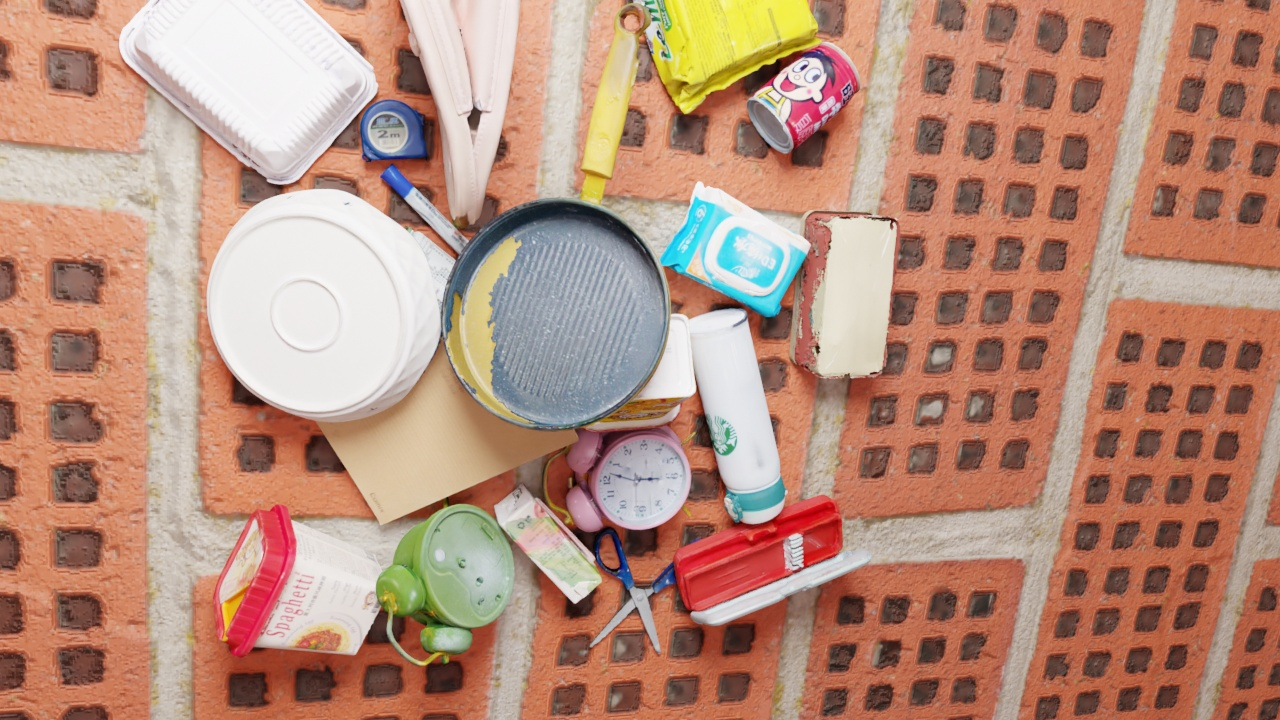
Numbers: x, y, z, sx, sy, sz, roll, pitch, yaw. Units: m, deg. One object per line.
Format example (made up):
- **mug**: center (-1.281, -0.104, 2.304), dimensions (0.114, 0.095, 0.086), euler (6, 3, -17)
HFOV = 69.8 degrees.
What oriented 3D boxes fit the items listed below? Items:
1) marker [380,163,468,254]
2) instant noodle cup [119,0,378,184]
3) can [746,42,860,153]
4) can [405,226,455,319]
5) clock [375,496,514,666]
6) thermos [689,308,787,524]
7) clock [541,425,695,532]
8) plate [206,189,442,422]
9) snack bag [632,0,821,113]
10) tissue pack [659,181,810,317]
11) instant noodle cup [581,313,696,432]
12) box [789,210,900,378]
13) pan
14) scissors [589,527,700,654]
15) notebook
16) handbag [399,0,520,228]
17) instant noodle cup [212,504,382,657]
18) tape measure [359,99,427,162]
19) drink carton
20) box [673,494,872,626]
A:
- **marker**: center (-0.181, -0.122, 0.849), dimensions (0.017, 0.017, 0.146), euler (-45, 111, -2)
- **instant noodle cup**: center (-0.321, -0.245, 0.754), dimensions (0.173, 0.060, 0.138), euler (43, 89, -20)
- **can**: center (0.159, -0.256, 0.890), dimensions (0.093, 0.066, 0.066), euler (-40, 111, -4)
- **can**: center (-0.172, -0.057, 0.846), dimensions (0.146, 0.058, 0.058), euler (39, 90, -21)
- **clock**: center (-0.186, 0.210, 0.866), dimensions (0.056, 0.160, 0.116), euler (-22, 116, 33)
- **thermos**: center (0.100, 0.063, 0.952), dimensions (0.073, 0.073, 0.224), euler (-19, 108, -12)
- **clock**: center (-0.023, 0.117, 0.933), dimensions (0.158, 0.060, 0.117), euler (-2, 103, -14)
- **plate**: center (-0.277, -0.043, 0.787), dimensions (0.205, 0.045, 0.205), euler (1, 102, 6)
- **snack bag**: center (0.064, -0.372, 0.834), dimensions (0.158, 0.068, 0.246), euler (-26, 108, -9)
- **tissue pack**: center (0.094, -0.107, 0.910), dimensions (0.140, 0.063, 0.090), euler (25, 95, -21)
- **instant noodle cup**: center (-0.005, 0.005, 0.862), dimensions (0.116, 0.124, 0.116), euler (-3, 83, -16)
- **box**: center (0.212, -0.068, 0.948), dimensions (0.091, 0.077, 0.168), euler (-1, 103, -17)
- **pan**: center (-0.049, -0.116, 0.768), dimensions (0.198, 0.078, 0.357), euler (17, 88, 11)
- **scissors**: center (0.005, 0.247, 0.999), dimensions (0.162, 0.012, 0.174), euler (-25, 110, -10)
- **notebook**: center (-0.184, 0.055, 0.856), dimensions (0.211, 0.012, 0.149), euler (-23, 114, 3)
- **handbag**: center (-0.149, -0.225, 0.751), dimensions (0.093, 0.193, 0.234), euler (-7, 115, -13)
- **instant noodle cup**: center (-0.311, 0.211, 0.848), dimensions (0.124, 0.117, 0.116), euler (25, 95, -32)
- **tape measure**: center (-0.220, -0.203, 0.813), dimensions (0.058, 0.025, 0.054), euler (-8, 104, -19)
- **drink carton**: center (-0.092, 0.185, 0.933), dimensions (0.045, 0.053, 0.122), euler (-40, 112, -5)
- **box**: center (0.146, 0.227, 0.984), dimensions (0.201, 0.098, 0.095), euler (-18, 113, -16)
